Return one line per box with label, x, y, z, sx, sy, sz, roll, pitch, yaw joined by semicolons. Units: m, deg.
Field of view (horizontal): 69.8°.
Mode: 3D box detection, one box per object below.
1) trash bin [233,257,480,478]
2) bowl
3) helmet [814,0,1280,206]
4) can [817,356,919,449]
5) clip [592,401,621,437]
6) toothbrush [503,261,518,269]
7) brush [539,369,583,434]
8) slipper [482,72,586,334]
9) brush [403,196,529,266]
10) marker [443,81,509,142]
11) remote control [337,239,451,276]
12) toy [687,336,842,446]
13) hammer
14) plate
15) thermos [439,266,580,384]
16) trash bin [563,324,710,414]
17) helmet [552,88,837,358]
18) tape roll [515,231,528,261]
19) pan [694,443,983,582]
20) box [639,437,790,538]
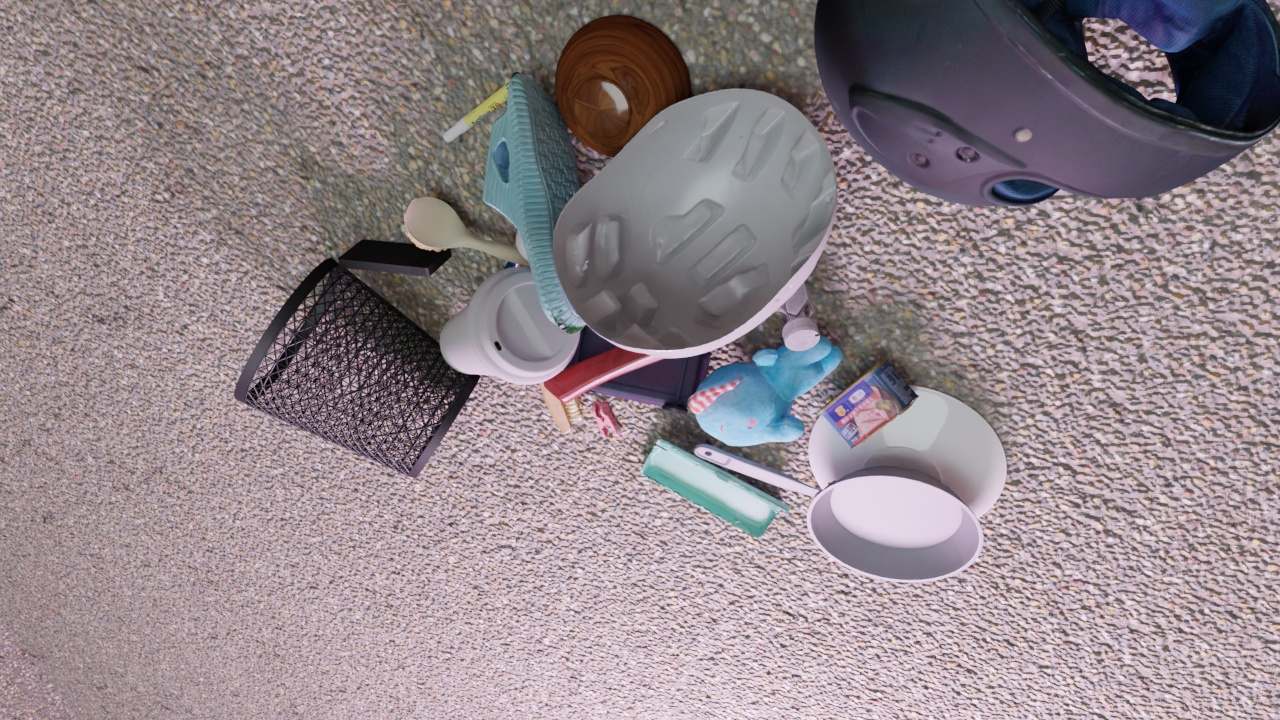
trash bin;-0.358;0.023;1.206;0.243;0.216;0.218;33;130;-10
bowl;-0.028;-0.266;0.932;0.147;0.068;0.147;12;127;16
helmet;0.285;-0.234;0.711;0.316;0.248;0.236;34;158;-5
can;0.255;0.049;1.031;0.059;0.053;0.100;51;127;8
clip;-0.042;0.080;1.217;0.044;0.023;0.060;11;129;11
toothbrush;-0.150;-0.131;1.115;0.016;0.017;0.190;36;130;2
brush;-0.106;0.036;1.197;0.039;0.049;0.117;-13;118;5
slipper;-0.108;-0.160;0.963;0.070;0.115;0.276;-12;85;26
brush;-0.160;-0.130;1.079;0.272;0.077;0.062;20;90;13
marker;-0.174;-0.280;1.022;0.133;0.014;0.014;-25;111;35
remote control;-0.311;-0.130;1.161;0.133;0.058;0.013;8;126;20
toy;0.149;0.041;1.032;0.181;0.114;0.183;-30;151;24
hammer;0.034;-0.024;1.010;0.316;0.126;0.036;-21;142;18
plate;0.312;0.130;1.091;0.229;0.030;0.230;12;127;16
thermos;-0.168;-0.032;1.091;0.131;0.131;0.222;50;155;-15
trash bin;-0.006;0.006;1.090;0.161;0.092;0.093;11;83;15
helmet;0.062;-0.132;0.903;0.224;0.183;0.283;49;114;15
tape roll;-0.094;-0.134;1.039;0.094;0.093;0.019;27;131;4
pan;0.230;0.162;1.084;0.356;0.050;0.201;26;137;-4
box;0.097;0.158;1.192;0.187;0.057;0.138;28;148;2
